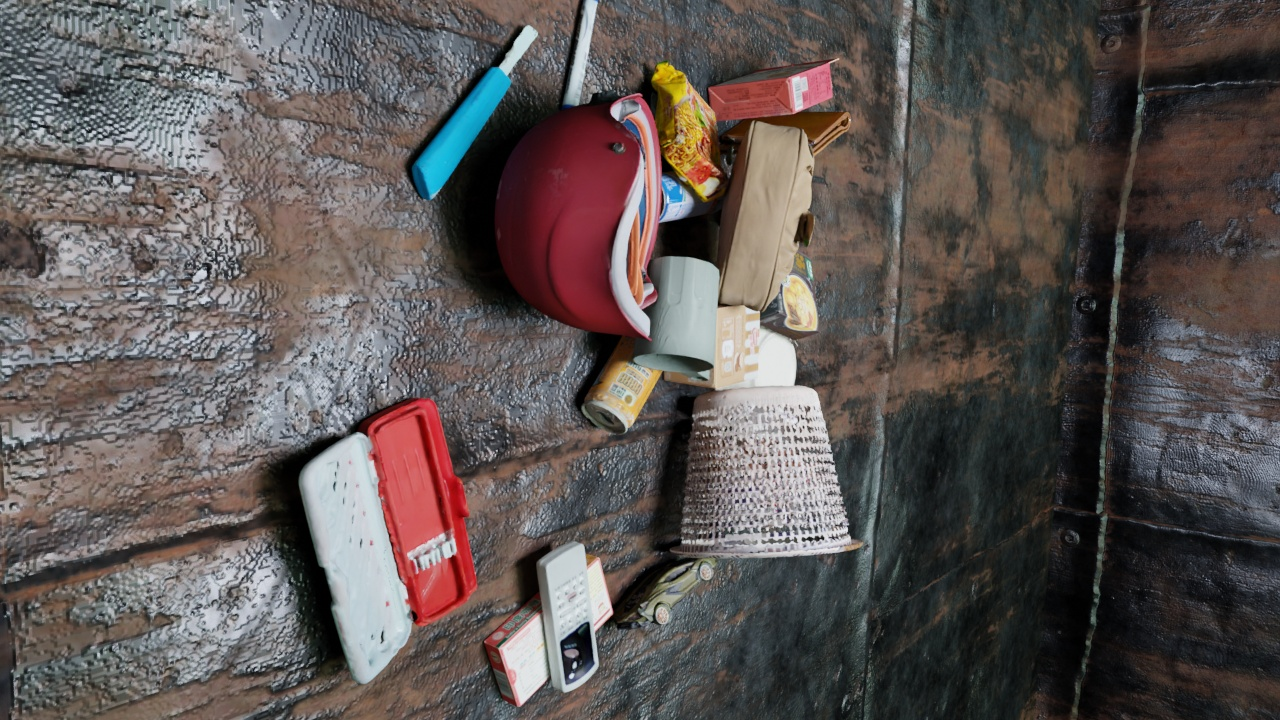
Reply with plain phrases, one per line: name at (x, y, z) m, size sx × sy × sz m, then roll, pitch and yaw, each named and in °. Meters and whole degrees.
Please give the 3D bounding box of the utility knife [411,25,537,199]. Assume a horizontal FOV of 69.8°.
utility knife at (-0.142, -0.228, 0.815) m, size 0.207 × 0.018 × 0.034 m, roll -62°, pitch 149°, yaw -25°

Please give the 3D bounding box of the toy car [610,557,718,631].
toy car at (0.030, 0.266, 1.073) m, size 0.157 × 0.070 × 0.042 m, roll -30°, pitch 93°, yaw -44°

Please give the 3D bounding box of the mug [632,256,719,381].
mug at (0.046, -0.041, 0.960) m, size 0.124 × 0.084 × 0.103 m, roll 28°, pitch 64°, yaw -62°

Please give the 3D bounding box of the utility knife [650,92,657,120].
utility knife at (0.059, -0.248, 1.069) m, size 0.178 × 0.013 × 0.029 m, roll 37°, pitch 64°, yaw -48°

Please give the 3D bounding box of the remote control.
remote control at (-0.073, 0.262, 0.936) m, size 0.058 × 0.021 × 0.150 m, roll -22°, pitch 111°, yaw -48°

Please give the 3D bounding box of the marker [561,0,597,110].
marker at (-0.058, -0.312, 0.909) m, size 0.016 × 0.017 × 0.145 m, roll 15°, pitch 84°, yaw -52°

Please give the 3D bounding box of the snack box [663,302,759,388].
snack box at (0.085, -0.022, 1.088) m, size 0.094 × 0.077 × 0.093 m, roll -11°, pitch 104°, yaw -50°

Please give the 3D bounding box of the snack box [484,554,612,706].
snack box at (-0.091, 0.277, 0.956) m, size 0.155 × 0.027 × 0.077 m, roll -36°, pitch 122°, yaw -43°

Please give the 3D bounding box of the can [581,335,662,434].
can at (-0.006, 0.006, 0.994) m, size 0.145 × 0.058 × 0.058 m, roll -60°, pitch 136°, yaw -26°

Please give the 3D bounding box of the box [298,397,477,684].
box at (-0.209, 0.147, 0.770) m, size 0.160 × 0.050 × 0.201 m, roll -35°, pitch 123°, yaw -53°

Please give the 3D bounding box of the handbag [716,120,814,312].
handbag at (0.139, -0.160, 1.021) m, size 0.147 × 0.100 × 0.205 m, roll -72°, pitch 174°, yaw -69°

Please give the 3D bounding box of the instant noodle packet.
instant noodle packet at (0.053, -0.247, 0.990) m, size 0.110 × 0.044 × 0.128 m, roll 40°, pitch 36°, yaw -46°

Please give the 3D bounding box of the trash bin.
trash bin at (0.143, 0.133, 1.101) m, size 0.227 × 0.228 × 0.192 m, roll 6°, pitch 78°, yaw -52°

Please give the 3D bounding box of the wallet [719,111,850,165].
wallet at (0.170, -0.273, 1.111) m, size 0.118 × 0.131 × 0.035 m, roll -45°, pitch 132°, yaw -36°

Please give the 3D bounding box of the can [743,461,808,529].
can at (0.180, 0.179, 1.251) m, size 0.093 × 0.067 × 0.066 m, roll -39°, pitch 125°, yaw -41°

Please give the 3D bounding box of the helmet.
helmet at (-0.055, -0.137, 0.841) m, size 0.239 × 0.144 × 0.207 m, roll -81°, pitch 169°, yaw -54°

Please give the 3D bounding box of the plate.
plate at (0.168, 0.014, 1.236) m, size 0.164 × 0.034 × 0.163 m, roll 42°, pitch 63°, yaw -45°

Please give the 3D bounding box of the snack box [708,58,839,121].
snack box at (0.164, -0.326, 1.108) m, size 0.126 × 0.113 × 0.044 m, roll -33°, pitch 119°, yaw -44°

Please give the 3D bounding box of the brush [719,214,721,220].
brush at (0.156, -0.212, 1.160) m, size 0.073 × 0.063 × 0.145 m, roll 45°, pitch 60°, yaw -41°

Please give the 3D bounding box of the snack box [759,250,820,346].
snack box at (0.190, -0.091, 1.210) m, size 0.125 × 0.053 × 0.113 m, roll 18°, pitch 61°, yaw -47°

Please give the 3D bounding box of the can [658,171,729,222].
can at (0.046, -0.186, 1.031) m, size 0.134 × 0.053 × 0.053 m, roll -20°, pitch 111°, yaw -49°
